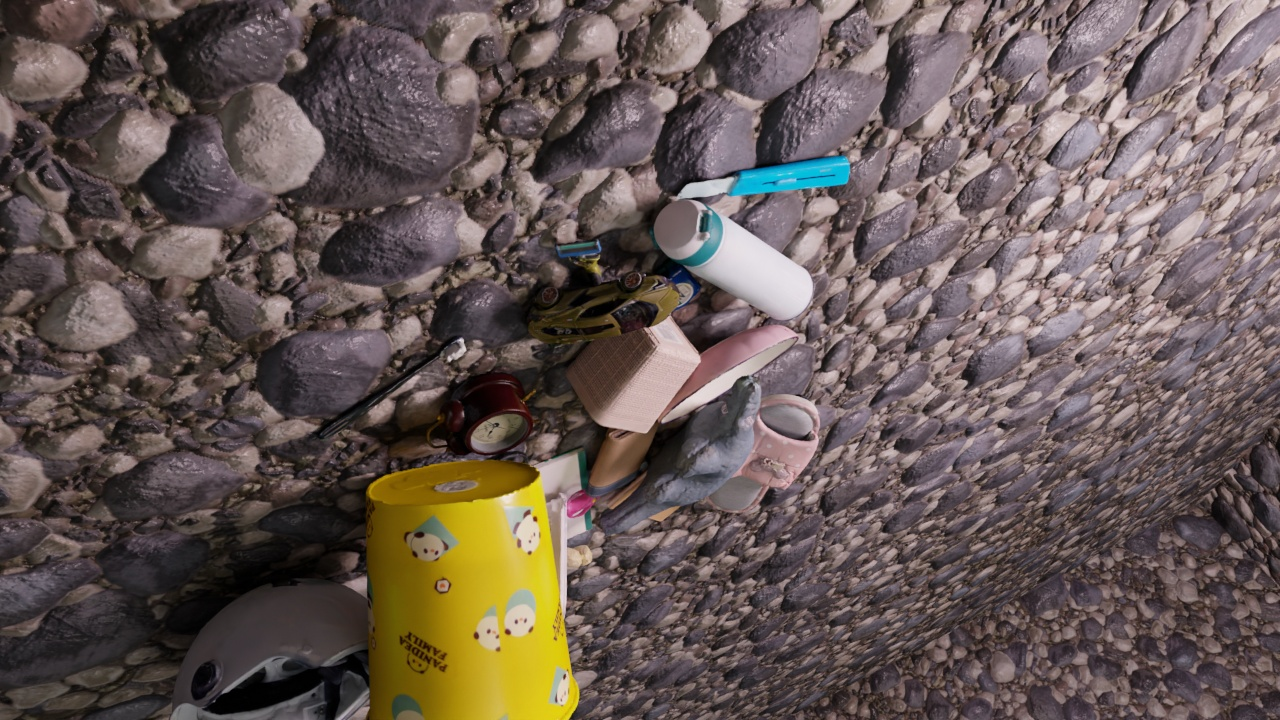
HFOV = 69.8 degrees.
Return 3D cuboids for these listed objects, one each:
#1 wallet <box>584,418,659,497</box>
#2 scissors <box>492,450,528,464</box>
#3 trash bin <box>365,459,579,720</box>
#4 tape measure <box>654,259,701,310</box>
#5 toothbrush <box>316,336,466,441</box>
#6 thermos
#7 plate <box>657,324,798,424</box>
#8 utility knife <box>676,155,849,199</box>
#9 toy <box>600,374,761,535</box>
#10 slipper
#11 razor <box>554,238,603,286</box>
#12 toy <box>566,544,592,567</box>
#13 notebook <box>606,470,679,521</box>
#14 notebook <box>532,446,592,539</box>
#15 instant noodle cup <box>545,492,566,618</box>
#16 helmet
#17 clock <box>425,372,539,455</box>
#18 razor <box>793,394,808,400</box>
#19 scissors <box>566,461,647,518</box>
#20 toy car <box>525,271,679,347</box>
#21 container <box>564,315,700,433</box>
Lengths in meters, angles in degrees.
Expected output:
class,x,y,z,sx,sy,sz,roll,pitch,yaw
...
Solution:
class,x,y,z,sx,sy,sz,roll,pitch,yaw
wallet,-0.024,0.119,1.168,0.090,0.033,0.116,-22,148,-39
scissors,-0.209,0.164,1.094,0.173,0.014,0.142,-46,130,7
trash bin,-0.187,0.251,0.983,0.229,0.230,0.255,-7,98,-30
tape measure,0.032,-0.078,0.973,0.054,0.025,0.058,-36,142,11
toothbrush,-0.249,0.032,0.913,0.181,0.018,0.015,-33,149,6
thermos,0.097,-0.103,0.957,0.073,0.073,0.224,-44,143,20
plate,0.095,0.009,1.080,0.192,0.039,0.192,-30,170,-6
utility knife,0.126,-0.180,0.921,0.202,0.018,0.034,-12,142,-23
toy,0.072,0.120,1.167,0.137,0.091,0.358,-14,154,-41
slipper,0.160,0.142,1.264,0.114,0.054,0.275,20,138,-7
razor,-0.045,-0.082,0.915,0.043,0.022,0.143,-5,151,12
toy,-0.134,0.308,1.305,0.158,0.066,0.105,-38,163,24
notebook,0.069,0.156,1.313,0.212,0.012,0.149,-41,146,15
notebook,-0.137,0.200,1.212,0.150,0.012,0.209,-20,145,-15
instant noodle cup,-0.129,0.267,1.163,0.060,0.173,0.138,4,137,-11
helmet,-0.416,0.341,1.067,0.259,0.145,0.229,-27,145,9
clock,-0.169,0.062,0.975,0.121,0.055,0.082,-18,144,-14
razor,0.212,0.109,1.317,0.062,0.067,0.168,-37,155,-17
scissors,-0.043,0.172,1.234,0.135,0.017,0.064,-27,147,-25
toy car,-0.038,-0.050,0.910,0.158,0.042,0.070,-12,150,16
container,-0.006,0.006,1.000,0.090,0.090,0.111,15,122,-46
